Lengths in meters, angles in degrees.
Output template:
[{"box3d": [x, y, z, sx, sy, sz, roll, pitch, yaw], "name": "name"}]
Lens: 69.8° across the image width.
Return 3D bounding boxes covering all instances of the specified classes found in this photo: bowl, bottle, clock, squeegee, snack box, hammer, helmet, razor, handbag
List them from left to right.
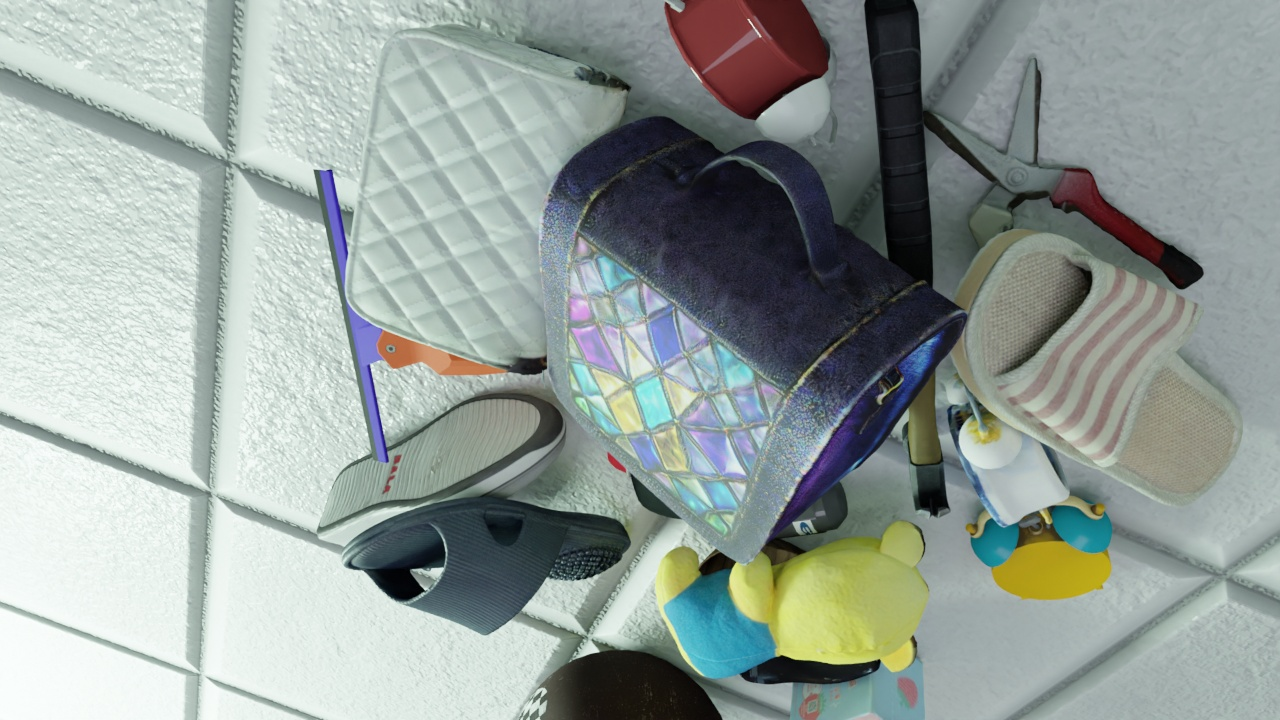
[{"box3d": [-0.126, -0.015, 0.667, 0.185, 0.055, 0.250, 0, 123, 0], "name": "squeegee"}, {"box3d": [-0.094, -0.097, 0.557, 0.139, 0.072, 0.195, 20, 119, 0], "name": "handbag"}, {"box3d": [-0.015, 0.407, 0.863, 0.233, 0.253, 0.234, 19, 107, -9], "name": "helmet"}, {"box3d": [0.051, -0.022, 0.515, 0.205, 0.125, 0.223, 40, 144, 26], "name": "handbag"}, {"box3d": [0.062, -0.162, 0.473, 0.044, 0.086, 0.124, -32, 113, 34], "name": "clock"}, {"box3d": [0.108, 0.186, 0.792, 0.119, 0.032, 0.119, 7, 131, 8], "name": "bowl"}, {"box3d": [0.106, 0.118, 0.726, 0.113, 0.046, 0.047, -13, 125, 24], "name": "bottle"}, {"box3d": [0.145, 0.258, 0.815, 0.141, 0.052, 0.063, -19, 141, 42], "name": "razor"}, {"box3d": [0.197, 0.308, 0.832, 0.079, 0.092, 0.095, 40, 127, -19], "name": "snack box"}, {"box3d": [0.161, -0.042, 0.542, 0.025, 0.117, 0.333, -6, 123, 14], "name": "hammer"}, {"box3d": [0.237, 0.053, 0.609, 0.052, 0.088, 0.125, -27, 121, 25], "name": "clock"}, {"box3d": [0.308, 0.143, 0.700, 0.099, 0.043, 0.130, -15, 131, 25], "name": "clock"}]

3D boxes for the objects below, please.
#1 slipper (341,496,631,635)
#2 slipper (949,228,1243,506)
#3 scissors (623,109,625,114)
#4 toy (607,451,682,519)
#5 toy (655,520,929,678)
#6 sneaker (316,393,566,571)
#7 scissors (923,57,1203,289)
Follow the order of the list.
[{"box3d": [-0.100, 0.165, 0.717, 0.263, 0.082, 0.101, 14, 135, -45], "name": "slipper"}, {"box3d": [0.287, 0.014, 0.546, 0.262, 0.052, 0.115, 31, 96, -27], "name": "slipper"}, {"box3d": [-0.077, -0.125, 0.589, 0.165, 0.014, 0.142, 28, 130, -7], "name": "scissors"}, {"box3d": [0.037, 0.072, 0.665, 0.119, 0.097, 0.100, -5, 142, -6], "name": "toy"}, {"box3d": [0.120, 0.198, 0.720, 0.214, 0.083, 0.149, -9, 136, 18], "name": "toy"}, {"box3d": [-0.146, 0.116, 0.768, 0.264, 0.096, 0.128, -27, 130, 30], "name": "sneaker"}, {"box3d": [0.233, -0.074, 0.551, 0.199, 0.015, 0.180, 25, 131, -6], "name": "scissors"}]
